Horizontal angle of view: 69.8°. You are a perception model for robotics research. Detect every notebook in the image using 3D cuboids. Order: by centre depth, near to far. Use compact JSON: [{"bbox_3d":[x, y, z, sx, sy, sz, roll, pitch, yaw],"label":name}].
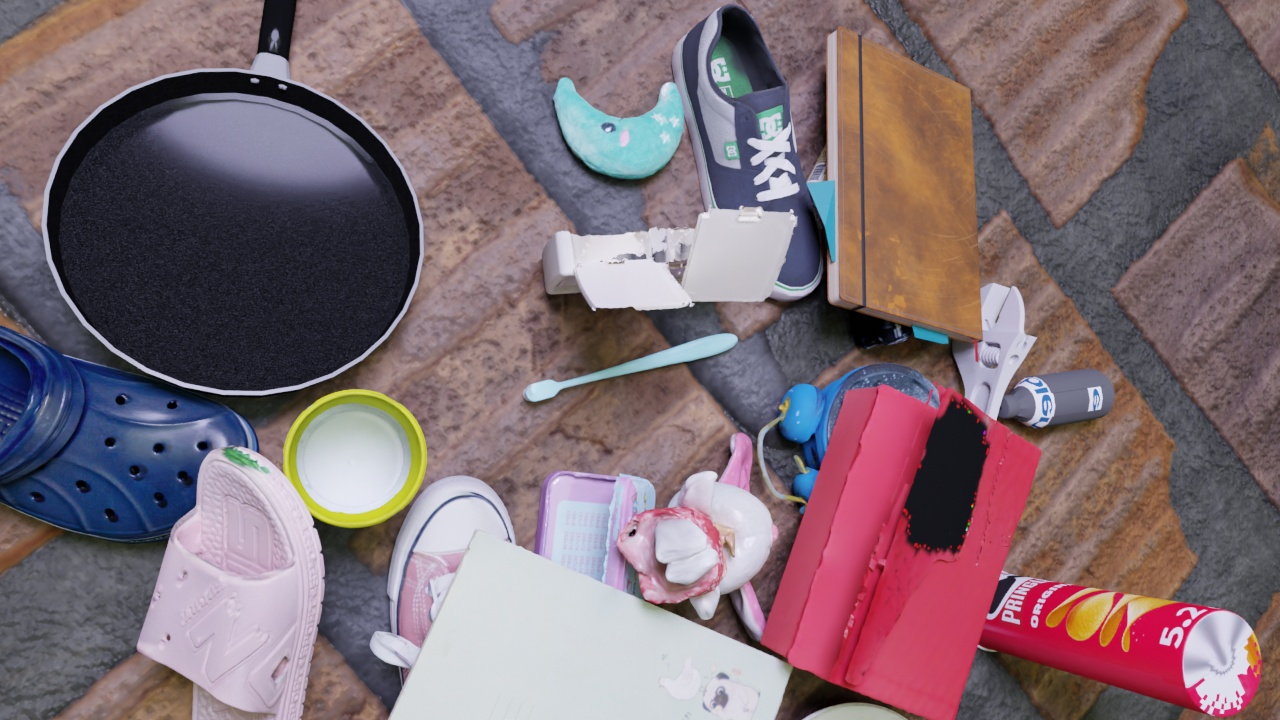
[{"bbox_3d":[-0.032,0.240,0.587,0.252,0.010,0.181,29,76,-19],"label":"notebook"},{"bbox_3d":[0.209,-0.135,0.742,0.178,0.014,0.249,12,72,-30],"label":"notebook"}]

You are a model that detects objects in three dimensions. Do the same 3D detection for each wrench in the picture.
[{"bbox_3d":[0.270,0.069,0.768,0.018,0.087,0.273,15,90,-16],"label":"wrench"}]

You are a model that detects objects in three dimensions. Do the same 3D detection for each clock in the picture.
[{"bbox_3d":[0.170,0.065,0.734,0.161,0.060,0.117,-10,89,-17],"label":"clock"}]

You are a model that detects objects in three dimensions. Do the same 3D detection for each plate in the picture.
[{"bbox_3d":[0.156,0.356,0.712,0.182,0.034,0.182,2,84,-18],"label":"plate"}]

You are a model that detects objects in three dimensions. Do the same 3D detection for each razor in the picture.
[{"bbox_3d":[0.216,-0.080,0.772,0.067,0.054,0.151,28,70,-25],"label":"razor"}]

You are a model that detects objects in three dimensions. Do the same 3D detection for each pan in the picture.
[{"bbox_3d":[-0.258,-0.147,0.623,0.225,0.034,0.355,8,72,-22],"label":"pan"}]

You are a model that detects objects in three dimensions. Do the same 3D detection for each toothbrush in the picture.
[{"bbox_3d":[-0.004,0.004,0.707,0.180,0.017,0.016,-15,87,-20],"label":"toothbrush"}]

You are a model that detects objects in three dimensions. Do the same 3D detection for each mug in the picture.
[{"bbox_3d":[-0.185,0.064,0.594,0.082,0.106,0.082,2,83,-18],"label":"mug"}]

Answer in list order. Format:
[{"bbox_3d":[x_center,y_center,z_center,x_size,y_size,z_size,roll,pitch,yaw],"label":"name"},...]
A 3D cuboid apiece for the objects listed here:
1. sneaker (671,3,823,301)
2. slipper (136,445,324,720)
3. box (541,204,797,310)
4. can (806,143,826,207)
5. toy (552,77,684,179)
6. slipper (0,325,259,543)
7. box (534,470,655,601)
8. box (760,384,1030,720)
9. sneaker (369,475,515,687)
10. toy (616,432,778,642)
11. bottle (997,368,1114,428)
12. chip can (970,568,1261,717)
[{"bbox_3d":[0.093,-0.161,0.721,0.084,0.079,0.235,-20,91,-20],"label":"sneaker"},{"bbox_3d":[-0.245,0.171,0.539,0.094,0.064,0.239,15,106,26],"label":"slipper"},{"bbox_3d":[0.014,-0.059,0.625,0.143,0.191,0.069,-6,87,-12],"label":"box"},{"bbox_3d":[0.169,-0.167,0.767,0.038,0.038,0.079,32,76,-12],"label":"can"},{"bbox_3d":[-0.015,-0.182,0.715,0.105,0.033,0.085,0,74,-17],"label":"toy"},{"bbox_3d":[-0.366,0.040,0.548,0.252,0.095,0.105,20,76,-12],"label":"slipper"},{"bbox_3d":[-0.031,0.188,0.655,0.077,0.096,0.214,14,79,-44],"label":"box"},{"bbox_3d":[0.184,0.154,0.779,0.153,0.325,0.213,21,81,2],"label":"box"},{"bbox_3d":[-0.119,0.199,0.611,0.118,0.088,0.241,-2,85,-18],"label":"sneaker"},{"bbox_3d":[0.049,0.126,0.642,0.084,0.194,0.159,-6,80,21],"label":"toy"},{"bbox_3d":[0.361,0.034,0.805,0.112,0.047,0.047,-6,86,-18],"label":"bottle"},{"bbox_3d":[0.337,0.203,0.687,0.069,0.221,0.069,2,84,-18],"label":"chip can"}]
